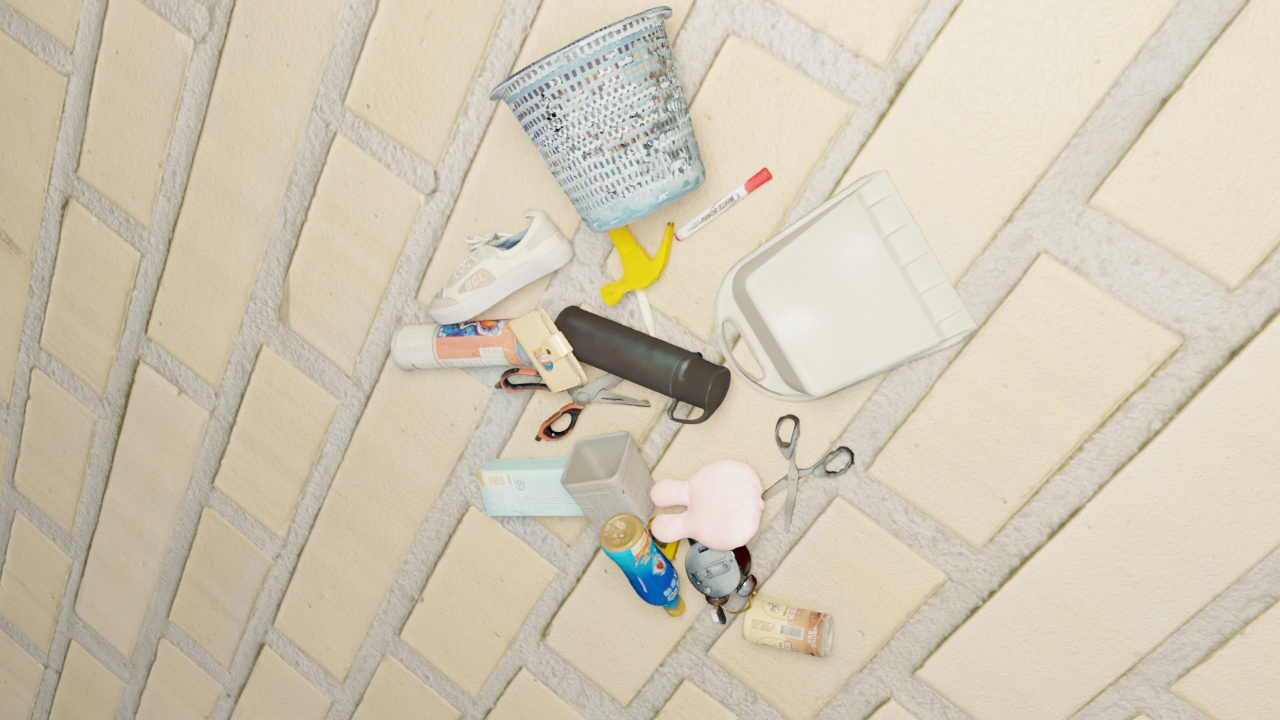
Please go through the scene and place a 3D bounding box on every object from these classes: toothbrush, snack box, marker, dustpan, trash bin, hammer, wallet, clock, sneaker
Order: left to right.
[{"bbox_3d":[-0.210,-0.129,1.245,0.243,0.089,0.091,-25,112,26],"label":"sneaker"},{"bbox_3d":[-0.154,0.187,1.359,0.175,0.051,0.074,-5,107,27],"label":"snack box"},{"bbox_3d":[-0.122,-0.012,1.215,0.087,0.024,0.115,-18,106,49],"label":"wallet"},{"bbox_3d":[-0.065,-0.224,1.172,0.129,0.032,0.300,-32,90,17],"label":"hammer"},{"bbox_3d":[-0.030,-0.261,1.049,0.227,0.225,0.195,-18,105,28],"label":"trash bin"},{"bbox_3d":[0.005,-0.065,1.215,0.029,0.020,0.189,17,123,67],"label":"toothbrush"},{"bbox_3d":[0.087,0.298,1.311,0.018,0.015,0.181,-11,104,36],"label":"toothbrush"},{"bbox_3d":[0.099,-0.190,1.128,0.146,0.017,0.017,-32,93,30],"label":"marker"},{"bbox_3d":[0.113,0.291,1.262,0.082,0.055,0.122,-28,82,27],"label":"clock"},{"bbox_3d":[0.221,-0.066,1.122,0.258,0.142,0.222,-31,94,1],"label":"dustpan"}]

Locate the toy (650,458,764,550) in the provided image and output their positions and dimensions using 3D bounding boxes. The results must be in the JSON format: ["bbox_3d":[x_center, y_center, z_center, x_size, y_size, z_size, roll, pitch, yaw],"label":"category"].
[{"bbox_3d":[0.089,0.194,1.233,0.160,0.054,0.121,-7,71,23],"label":"toy"}]

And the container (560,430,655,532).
[{"bbox_3d":[-0.038,0.172,1.265,0.090,0.090,0.114,-11,127,27],"label":"container"}]

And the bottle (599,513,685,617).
[{"bbox_3d":[0.012,0.293,1.271,0.065,0.065,0.219,-3,138,25],"label":"bottle"}]

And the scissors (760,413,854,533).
[{"bbox_3d":[0.206,0.150,1.207,0.160,0.014,0.181,-5,108,28],"label":"scissors"}]

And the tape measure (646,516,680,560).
[{"bbox_3d":[0.030,0.252,1.312,0.057,0.028,0.060,23,116,16],"label":"tape measure"}]

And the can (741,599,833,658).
[{"bbox_3d":[0.202,0.367,1.258,0.116,0.058,0.058,6,110,23],"label":"can"}]

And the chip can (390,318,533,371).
[{"bbox_3d":[-0.251,-0.022,1.316,0.215,0.071,0.071,-2,107,25],"label":"chip can"}]

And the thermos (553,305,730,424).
[{"bbox_3d":[-0.007,0.007,1.186,0.243,0.068,0.090,23,88,29],"label":"thermos"}]

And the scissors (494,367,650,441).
[{"bbox_3d":[-0.098,0.051,1.284,0.189,0.015,0.228,34,127,-11],"label":"scissors"}]

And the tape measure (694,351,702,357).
[{"bbox_3d":[0.060,0.017,1.216,0.055,0.025,0.058,-1,107,24],"label":"tape measure"}]
